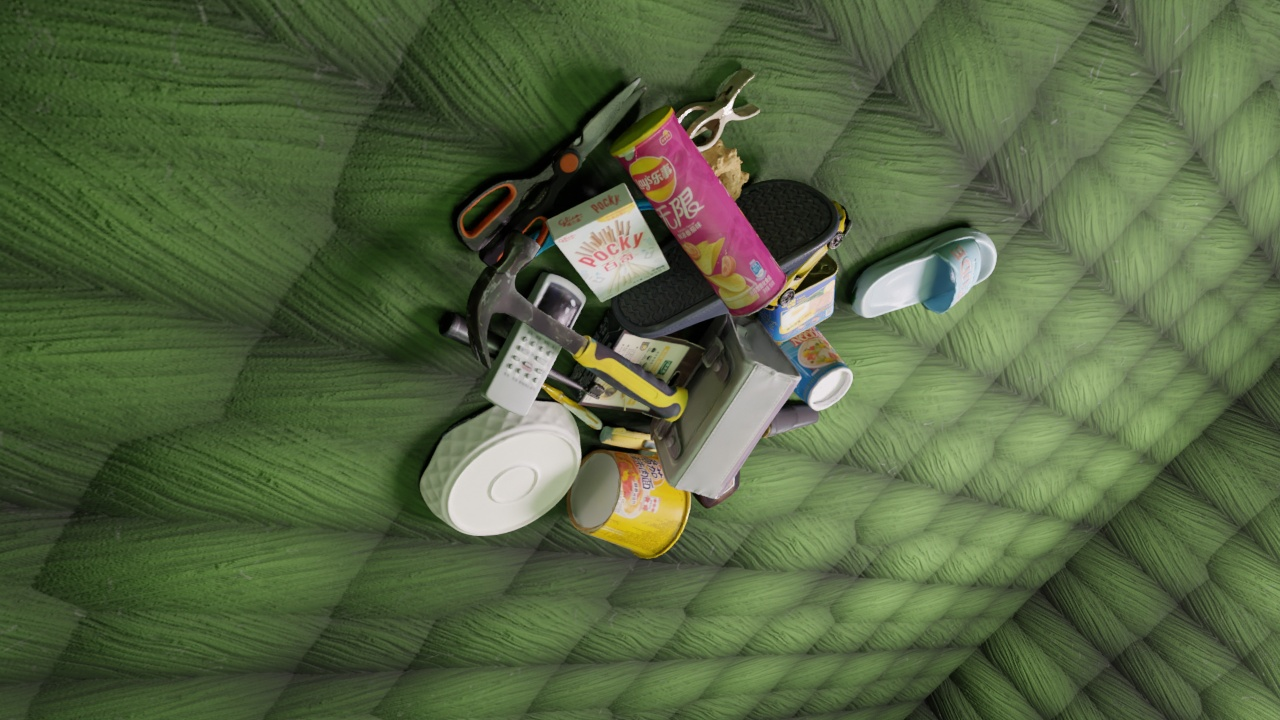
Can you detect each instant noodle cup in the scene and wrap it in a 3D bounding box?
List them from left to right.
[{"bbox_3d":[-0.022,0.179,1.189,0.109,0.138,0.138,21,114,-37],"label":"instant noodle cup"},{"bbox_3d":[0.220,0.005,1.213,0.099,0.110,0.099,-22,139,-21],"label":"instant noodle cup"}]

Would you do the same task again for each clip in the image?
[{"bbox_3d":[0.075,-0.246,0.918,0.100,0.034,0.071,-38,142,-13],"label":"clip"}]

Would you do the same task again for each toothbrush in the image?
[{"bbox_3d":[-0.120,0.001,0.982,0.212,0.026,0.027,27,116,-37],"label":"toothbrush"},{"bbox_3d":[-0.090,0.043,1.083,0.018,0.016,0.191,-3,153,30],"label":"toothbrush"}]

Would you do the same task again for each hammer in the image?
[{"bbox_3d":[-0.054,-0.006,0.963,0.323,0.032,0.126,34,89,-45],"label":"hammer"}]

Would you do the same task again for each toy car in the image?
[{"bbox_3d":[0.178,-0.129,1.080,0.156,0.071,0.041,-48,144,9],"label":"toy car"}]

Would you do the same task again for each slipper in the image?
[{"bbox_3d":[0.093,-0.106,1.024,0.268,0.110,0.083,-30,158,0],"label":"slipper"},{"bbox_3d":[0.401,-0.112,1.266,0.245,0.074,0.104,-19,137,-21],"label":"slipper"}]

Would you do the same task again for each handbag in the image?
[{"bbox_3d":[0.092,0.048,1.133,0.098,0.144,0.197,20,116,-24],"label":"handbag"}]

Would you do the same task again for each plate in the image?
[{"bbox_3d":[-0.159,0.136,1.102,0.204,0.045,0.205,-22,139,-20],"label":"plate"}]

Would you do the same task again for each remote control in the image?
[{"bbox_3d":[-0.110,-0.017,0.955,0.058,0.021,0.150,32,81,-38],"label":"remote control"}]

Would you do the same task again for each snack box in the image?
[{"bbox_3d":[-0.029,-0.115,0.926,0.085,0.027,0.157,-25,157,6],"label":"snack box"},{"bbox_3d":[-0.006,0.006,1.084,0.125,0.053,0.113,10,122,-42],"label":"snack box"}]

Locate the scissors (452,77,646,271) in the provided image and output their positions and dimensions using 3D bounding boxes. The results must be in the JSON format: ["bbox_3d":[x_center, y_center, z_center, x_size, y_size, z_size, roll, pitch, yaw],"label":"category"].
[{"bbox_3d":[-0.072,-0.172,0.876,0.235,0.021,0.142,-28,129,-7],"label":"scissors"}]

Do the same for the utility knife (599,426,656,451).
[{"bbox_3d":[0.012,0.108,1.232,0.031,0.022,0.210,-47,150,21],"label":"utility knife"}]

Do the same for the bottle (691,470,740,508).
[{"bbox_3d":[0.103,0.131,1.300,0.079,0.044,0.195,-31,140,-19],"label":"bottle"}]

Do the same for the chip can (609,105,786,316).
[{"bbox_3d":[0.060,-0.143,0.899,0.071,0.071,0.210,-39,111,1],"label":"chip can"}]

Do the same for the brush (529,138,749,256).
[{"bbox_3d":[-0.002,-0.160,0.941,0.254,0.046,0.083,-23,143,-12],"label":"brush"}]

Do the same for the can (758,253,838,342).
[{"bbox_3d":[0.195,-0.081,1.152,0.102,0.057,0.083,-28,143,-13],"label":"can"}]

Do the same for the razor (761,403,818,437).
[{"bbox_3d":[0.198,0.087,1.331,0.167,0.062,0.068,-6,162,-41],"label":"razor"}]
